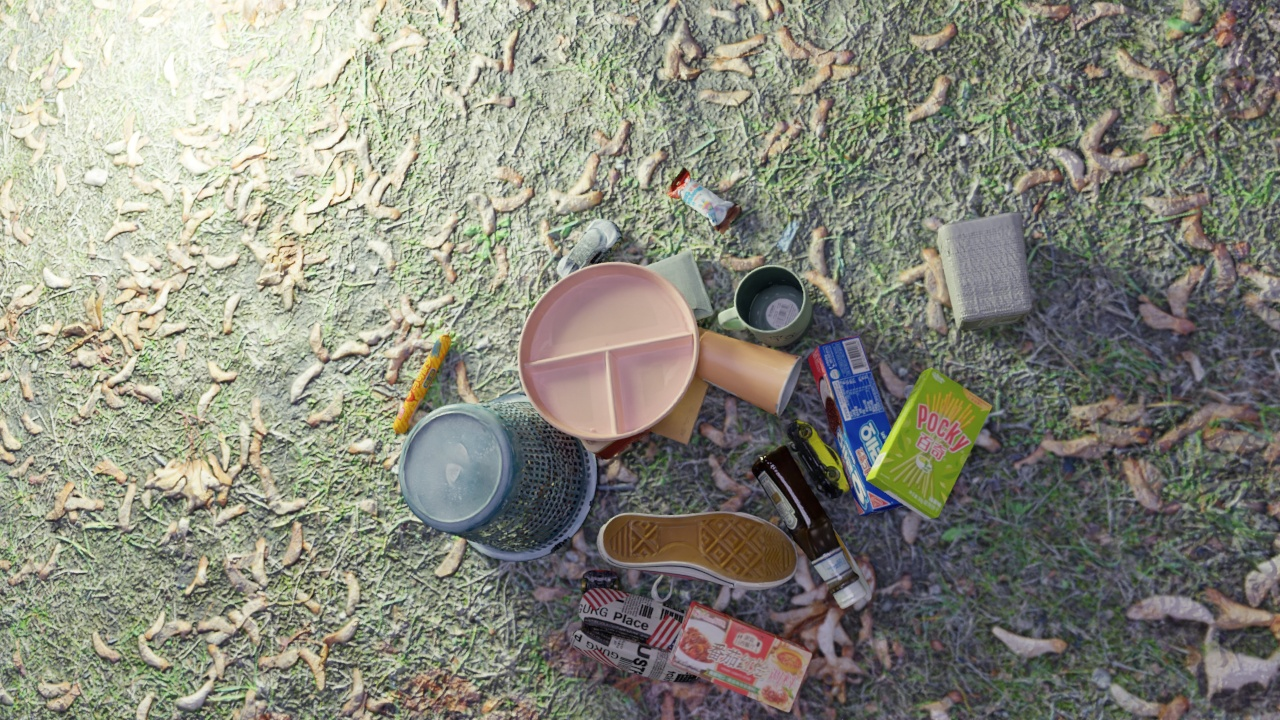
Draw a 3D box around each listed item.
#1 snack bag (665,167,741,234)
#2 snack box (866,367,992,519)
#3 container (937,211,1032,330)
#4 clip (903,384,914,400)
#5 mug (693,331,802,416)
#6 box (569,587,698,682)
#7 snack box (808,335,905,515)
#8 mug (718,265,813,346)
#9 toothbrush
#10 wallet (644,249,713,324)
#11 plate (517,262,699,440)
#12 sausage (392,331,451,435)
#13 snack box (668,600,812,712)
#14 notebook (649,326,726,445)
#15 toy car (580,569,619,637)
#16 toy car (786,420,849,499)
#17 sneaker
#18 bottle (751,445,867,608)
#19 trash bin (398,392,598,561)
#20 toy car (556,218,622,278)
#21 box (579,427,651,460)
[{"bbox_3d":[0.083,-0.211,1.213,0.105,0.026,0.045,38,90,17],"label":"snack bag"},{"bbox_3d":[0.329,0.093,1.044,0.086,0.026,0.156,34,70,1],"label":"snack box"},{"bbox_3d":[0.400,-0.100,1.063,0.090,0.090,0.114,-9,81,16],"label":"container"},{"bbox_3d":[0.329,0.056,1.094,0.025,0.035,0.058,-21,79,15],"label":"clip"},{"bbox_3d":[0.127,0.012,1.129,0.123,0.078,0.078,21,87,18],"label":"mug"},{"bbox_3d":[0.001,0.332,1.118,0.162,0.076,0.086,16,56,5],"label":"box"},{"bbox_3d":[0.259,0.078,1.082,0.057,0.058,0.207,-14,75,-7],"label":"snack box"},{"bbox_3d":[0.153,-0.059,1.121,0.112,0.106,0.082,-17,76,13],"label":"mug"},{"bbox_3d":[0.225,0.199,1.099,0.016,0.018,0.191,-29,73,4],"label":"toothbrush"},{"bbox_3d":[0.020,-0.079,1.192,0.130,0.037,0.106,-19,65,6],"label":"wallet"},{"bbox_3d":[-0.039,-0.011,1.134,0.230,0.028,0.229,-4,73,13],"label":"plate"},{"bbox_3d":[-0.307,0.033,1.293,0.021,0.021,0.165,26,88,20],"label":"sausage"},{"bbox_3d":[0.117,0.346,1.072,0.153,0.025,0.075,23,86,-4],"label":"snack box"},{"bbox_3d":[-0.007,0.007,1.211,0.212,0.012,0.149,19,87,20],"label":"notebook"},{"bbox_3d":[-0.051,0.317,1.155,0.049,0.031,0.106,-1,84,4],"label":"toy car"},{"bbox_3d":[0.215,0.116,1.104,0.032,0.048,0.105,-27,71,-18],"label":"toy car"},{"bbox_3d":[0.065,0.231,1.108,0.241,0.088,0.118,6,69,-6],"label":"sneaker"},{"bbox_3d":[0.199,0.195,1.076,0.044,0.080,0.195,-26,74,-13],"label":"bottle"},{"bbox_3d":[-0.190,0.138,1.146,0.227,0.195,0.226,-3,79,17],"label":"trash bin"},{"bbox_3d":[-0.069,-0.148,1.247,0.049,0.031,0.105,40,93,19],"label":"toy car"},{"bbox_3d":[-0.060,0.039,1.182,0.091,0.078,0.168,-35,70,2],"label":"box"}]
